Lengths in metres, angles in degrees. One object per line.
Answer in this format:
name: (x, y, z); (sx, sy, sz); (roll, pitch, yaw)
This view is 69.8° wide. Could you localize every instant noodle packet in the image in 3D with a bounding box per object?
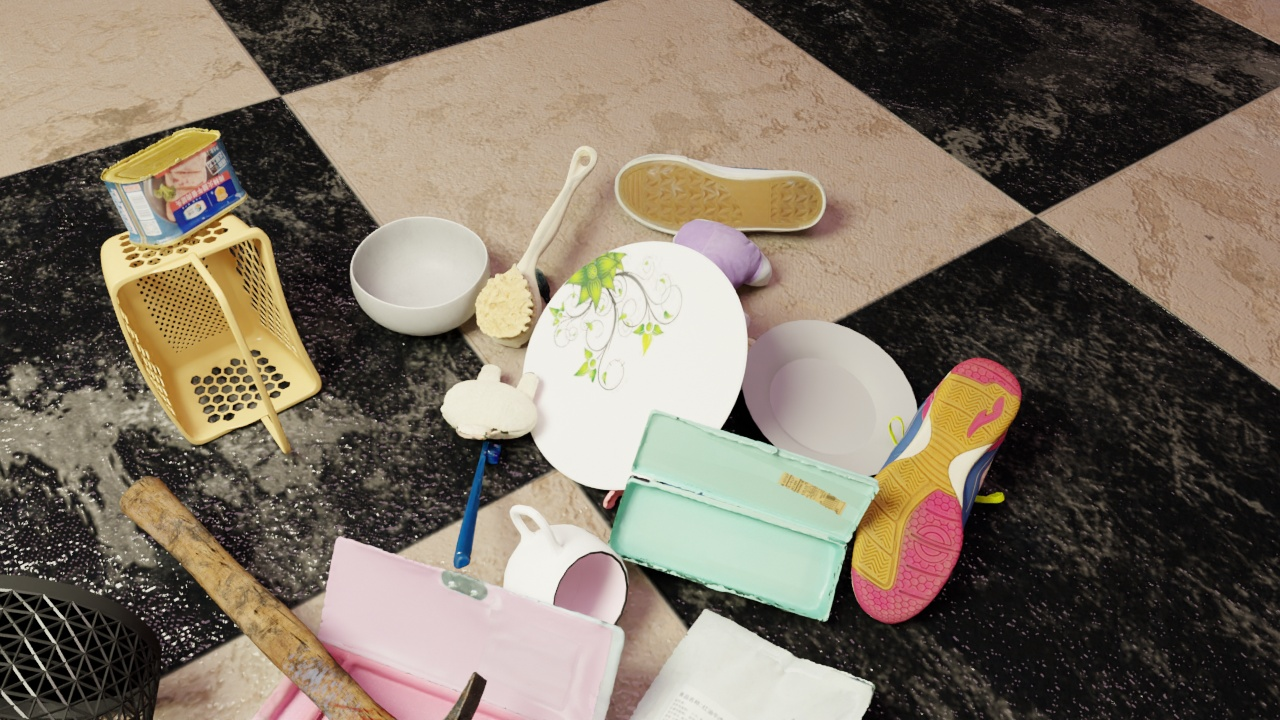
instant noodle packet: (0.038, 0.299, 0.628); (0.147, 0.057, 0.268); (20, 46, 29)

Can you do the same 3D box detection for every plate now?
plate: (-0.005, 0.005, 0.824); (0.230, 0.030, 0.229); (-11, 68, 28)
plate: (0.177, 0.037, 0.868); (0.172, 0.019, 0.172); (7, 55, -10)

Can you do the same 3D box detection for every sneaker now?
sneaker: (0.252, 0.115, 0.786); (0.116, 0.091, 0.241); (30, 75, 8)
sneaker: (0.089, -0.185, 1.040); (0.235, 0.087, 0.079); (5, 15, 4)

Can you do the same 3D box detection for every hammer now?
hammer: (-0.254, 0.174, 0.638); (0.330, 0.033, 0.119); (32, 68, 25)

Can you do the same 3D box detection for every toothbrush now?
toothbrush: (-0.076, -0.026, 0.916); (0.014, 0.017, 0.188); (-20, 55, -9)
toothbrush: (-0.130, 0.110, 0.739); (0.017, 0.016, 0.189); (10, 19, -6)

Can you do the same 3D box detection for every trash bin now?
trash bin: (-0.393, 0.271, 0.521); (0.217, 0.217, 0.242); (-2, 43, -6)

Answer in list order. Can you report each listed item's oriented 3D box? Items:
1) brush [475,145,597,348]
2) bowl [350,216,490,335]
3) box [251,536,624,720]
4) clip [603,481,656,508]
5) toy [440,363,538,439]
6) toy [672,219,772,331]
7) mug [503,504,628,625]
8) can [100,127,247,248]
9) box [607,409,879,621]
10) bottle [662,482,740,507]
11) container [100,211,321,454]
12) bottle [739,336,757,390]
brush: (-0.097, -0.127, 0.941); (0.062, 0.077, 0.271); (22, 58, -2)
bowl: (-0.216, -0.076, 0.915); (0.132, 0.064, 0.131); (2, 49, -3)
box: (-0.138, 0.237, 0.642); (0.233, 0.075, 0.172); (16, 68, 14)
clip: (-0.014, 0.109, 0.804); (0.041, 0.023, 0.059); (35, 50, 26)
toy: (-0.136, 0.046, 0.826); (0.087, 0.050, 0.112); (11, 44, 7)
toy: (0.047, -0.069, 0.921); (0.138, 0.086, 0.208); (29, 48, 17)
mug: (-0.067, 0.157, 0.694); (0.090, 0.124, 0.076); (-39, 28, -31)
can: (-0.374, -0.140, 0.739); (0.054, 0.059, 0.099); (11, 41, 24)
box: (0.078, 0.121, 0.729); (0.187, 0.138, 0.056); (19, 10, 0)
bottle: (0.044, 0.118, 0.781); (0.131, 0.048, 0.048); (-20, 54, -20)
container: (-0.357, -0.019, 0.777); (0.129, 0.184, 0.167); (-30, 50, -27)
bottle: (0.079, 0.018, 0.874); (0.043, 0.043, 0.109); (35, 55, 23)
